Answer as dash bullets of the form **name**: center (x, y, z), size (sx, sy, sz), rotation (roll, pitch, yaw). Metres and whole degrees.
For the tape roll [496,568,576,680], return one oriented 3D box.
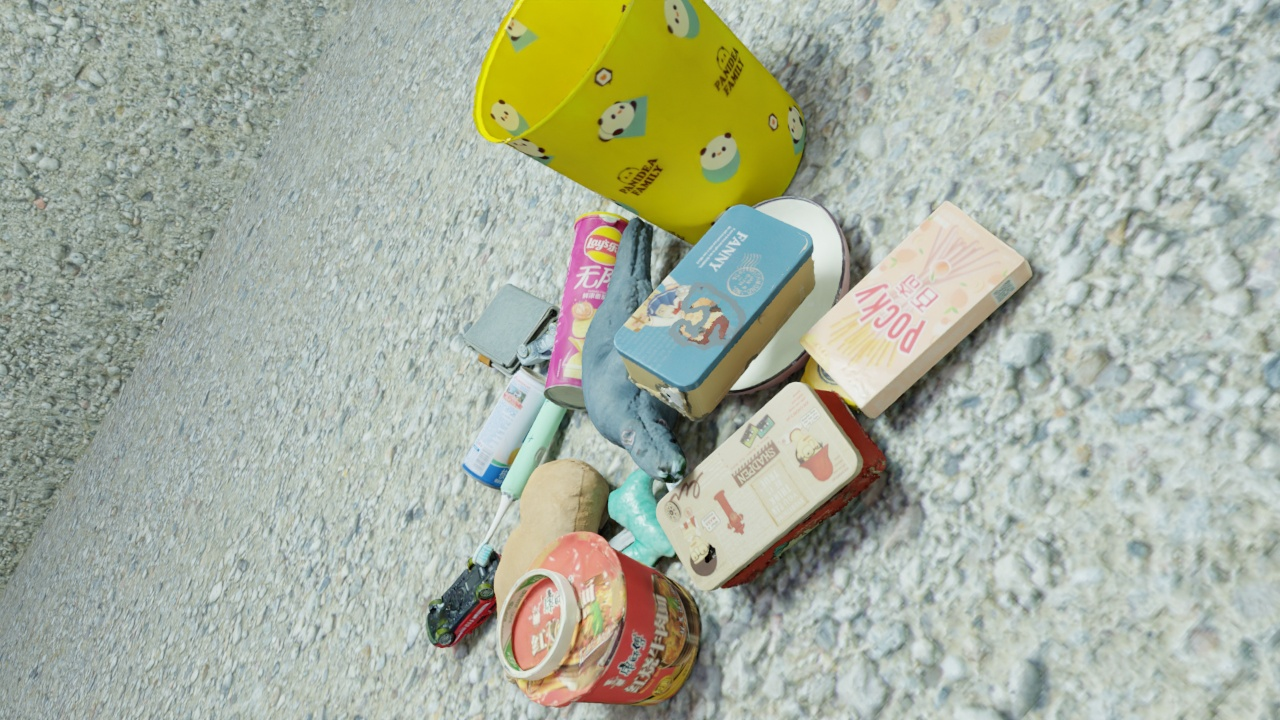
- **tape roll**: center (-0.084, 0.209, 0.732), size (0.086, 0.014, 0.085), rotation (-28, 49, 37)

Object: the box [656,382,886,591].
- **box**: center (0.103, 0.102, 0.712), size (0.169, 0.076, 0.091), rotation (-46, 59, 24)

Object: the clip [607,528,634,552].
- **clip**: center (-0.013, 0.167, 0.852), size (0.057, 0.029, 0.024), rotation (-42, 46, 15)

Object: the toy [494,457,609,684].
- **toy**: center (-0.096, 0.202, 0.882), size (0.143, 0.082, 0.225), rotation (169, 122, -74)

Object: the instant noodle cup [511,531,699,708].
- **instant noodle cup**: center (-0.027, 0.221, 0.760), size (0.138, 0.108, 0.137), rotation (-27, 50, 37)

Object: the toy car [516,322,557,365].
- **toy car**: center (-0.102, -0.018, 1.053), size (0.091, 0.042, 0.034), rotation (-29, 81, 30)

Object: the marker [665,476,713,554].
- **marker**: center (0.038, 0.121, 0.823), size (0.022, 0.018, 0.130), rotation (-27, 44, 3)

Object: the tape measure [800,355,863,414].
- **tape measure**: center (0.163, 0.010, 0.733), size (0.060, 0.029, 0.057), rotation (21, 82, 40)

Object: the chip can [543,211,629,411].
- **chip can**: center (-0.053, -0.054, 0.992), size (0.072, 0.071, 0.210), rotation (-16, 57, 44)

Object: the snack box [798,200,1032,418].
- **snack box**: center (0.203, -0.039, 0.690), size (0.157, 0.026, 0.084), rotation (-44, 50, 9)

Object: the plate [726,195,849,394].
- **plate**: center (0.112, -0.054, 0.824), size (0.193, 0.039, 0.192), rotation (-28, 49, 37)

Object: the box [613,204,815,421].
- **box**: center (0.067, -0.044, 0.736), size (0.090, 0.059, 0.184), rotation (29, 71, 30)

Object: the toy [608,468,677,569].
- **toy**: center (-0.002, 0.149, 0.826), size (0.096, 0.030, 0.092), rotation (-41, 55, 12)

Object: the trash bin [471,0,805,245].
- **trash bin**: center (0.010, -0.248, 0.883), size (0.230, 0.255, 0.229), rotation (-28, 48, 37)

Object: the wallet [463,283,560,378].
- **wallet**: center (-0.161, -0.037, 1.137), size (0.106, 0.037, 0.130), rotation (-54, 37, -7)

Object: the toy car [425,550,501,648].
- **toy car**: center (-0.180, 0.255, 0.971), size (0.121, 0.045, 0.053), rotation (-45, 39, 12)

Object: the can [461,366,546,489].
- **can**: center (-0.147, 0.076, 1.036), size (0.134, 0.053, 0.053), rotation (-59, 37, 4)

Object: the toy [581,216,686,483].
- **toy**: center (-0.005, 0.005, 0.862), size (0.355, 0.091, 0.138), rotation (-97, 24, -51)

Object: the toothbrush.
- **toothbrush**: center (-0.124, 0.114, 0.981), size (0.027, 0.026, 0.224), rotation (15, 70, 33)
